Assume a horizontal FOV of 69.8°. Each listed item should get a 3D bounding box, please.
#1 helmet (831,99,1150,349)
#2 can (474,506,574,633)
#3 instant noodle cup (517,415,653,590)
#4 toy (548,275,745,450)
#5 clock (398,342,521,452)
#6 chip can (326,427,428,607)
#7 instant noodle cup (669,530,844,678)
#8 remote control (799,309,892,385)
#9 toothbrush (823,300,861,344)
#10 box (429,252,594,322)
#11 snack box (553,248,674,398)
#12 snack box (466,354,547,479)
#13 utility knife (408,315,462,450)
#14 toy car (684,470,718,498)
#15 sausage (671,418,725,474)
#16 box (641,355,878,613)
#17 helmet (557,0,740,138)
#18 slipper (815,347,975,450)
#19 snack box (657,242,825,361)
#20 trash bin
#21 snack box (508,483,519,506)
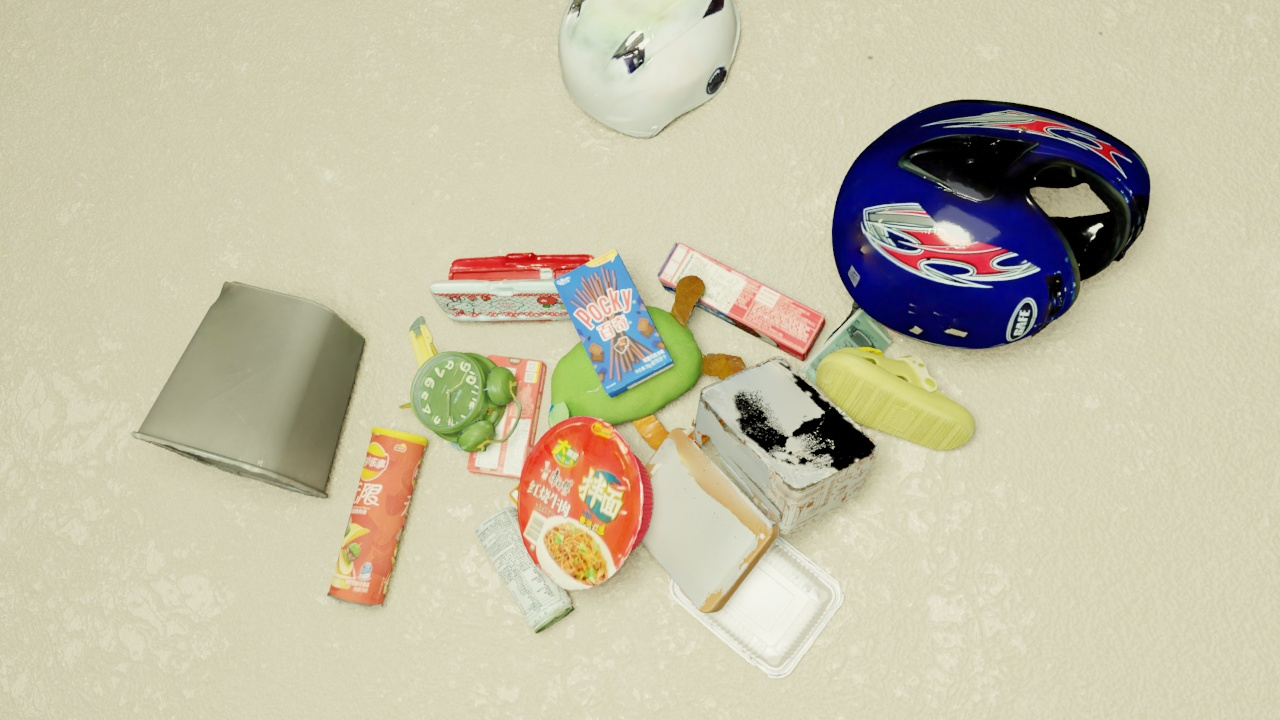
[{"bbox_3d":[0.365,-0.130,0.996,0.316,0.247,0.239,15,62,21],"label":"helmet"},{"bbox_3d":[-0.140,0.251,1.106,0.058,0.058,0.146,-35,74,1],"label":"can"},{"bbox_3d":[-0.055,0.162,1.052,0.194,0.065,0.193,-9,76,38],"label":"instant noodle cup"},{"bbox_3d":[-0.007,0.007,1.117,0.247,0.090,0.227,-24,91,10],"label":"toy"},{"bbox_3d":[-0.215,0.049,1.138,0.161,0.056,0.116,23,86,23],"label":"clock"},{"bbox_3d":[-0.328,0.194,1.146,0.073,0.073,0.216,12,81,12],"label":"chip can"},{"bbox_3d":[0.130,0.265,1.055,0.173,0.060,0.138,37,86,17],"label":"instant noodle cup"},{"bbox_3d":[0.238,0.004,1.105,0.135,0.019,0.056,-44,93,-2],"label":"remote control"},{"bbox_3d":[0.225,-0.012,1.121,0.014,0.016,0.189,35,87,23],"label":"toothbrush"},{"bbox_3d":[-0.160,-0.098,1.164,0.201,0.101,0.095,0,78,10],"label":"box"},{"bbox_3d":[-0.032,-0.045,1.068,0.084,0.026,0.157,-28,74,4],"label":"snack box"},{"bbox_3d":[-0.169,0.072,1.167,0.075,0.025,0.152,6,79,12],"label":"snack box"},{"bbox_3d":[-0.266,0.032,1.202,0.031,0.020,0.195,-26,79,10],"label":"utility knife"},{"bbox_3d":[0.051,0.179,1.100,0.054,0.037,0.120,27,74,17],"label":"toy car"},{"bbox_3d":[0.057,0.108,1.121,0.165,0.021,0.021,-44,74,-1],"label":"sausage"},{"bbox_3d":[0.112,0.129,1.020,0.272,0.130,0.179,-39,55,-5],"label":"box"},{"bbox_3d":[0.006,-0.436,1.184,0.258,0.146,0.229,-41,75,-1],"label":"helmet"},{"bbox_3d":[0.298,0.036,1.068,0.190,0.092,0.081,26,50,3],"label":"slipper"},{"bbox_3d":[0.124,-0.074,1.131,0.207,0.057,0.058,29,87,14],"label":"snack box"},{"bbox_3d":[-0.470,0.038,1.153,0.199,0.199,0.219,13,73,11],"label":"trash bin"},{"bbox_3d":[-0.086,0.196,1.125,0.075,0.026,0.153,-43,74,0],"label":"snack box"}]
